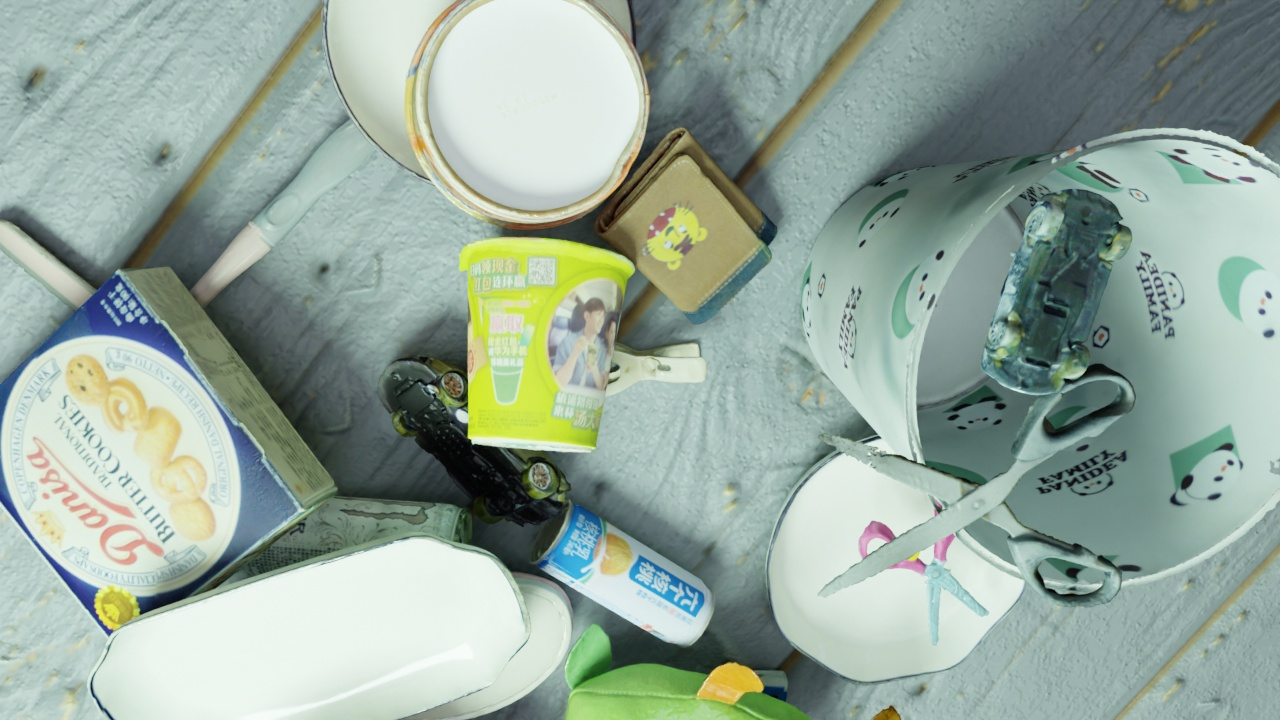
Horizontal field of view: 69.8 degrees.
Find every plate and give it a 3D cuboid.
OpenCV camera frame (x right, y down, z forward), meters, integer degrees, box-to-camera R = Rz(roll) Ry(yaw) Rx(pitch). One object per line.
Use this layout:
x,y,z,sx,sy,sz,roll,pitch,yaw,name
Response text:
-0.205,0.181,0.591,0.265,0.034,0.162,-18,126,-3,plate
0.193,0.147,0.704,0.205,0.045,0.205,-1,103,-6,plate
-0.100,-0.203,0.583,0.192,0.039,0.192,-2,104,-8,plate

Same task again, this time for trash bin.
0.223,-0.021,0.560,0.229,0.251,0.230,-1,104,-6,trash bin

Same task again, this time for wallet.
0.034,-0.086,0.610,0.090,0.033,0.115,-48,130,4,wallet

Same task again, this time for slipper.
-0.184,0.213,0.668,0.274,0.054,0.114,-13,105,-7,slipper

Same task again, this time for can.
-0.194,0.124,0.634,0.147,0.058,0.058,4,103,0,can
-0.012,0.158,0.676,0.134,0.053,0.053,34,97,-13,can

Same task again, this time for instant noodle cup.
-0.064,-0.004,0.581,0.111,0.112,0.123,6,82,-9,instant noodle cup
-0.063,-0.145,0.524,0.151,0.111,0.151,-2,105,-9,instant noodle cup

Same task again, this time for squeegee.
-0.252,-0.077,0.598,0.249,0.040,0.247,-44,104,4,squeegee

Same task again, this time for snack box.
-0.316,0.065,0.582,0.183,0.045,0.178,-37,91,15,snack box

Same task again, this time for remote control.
0.087,0.309,0.741,0.049,0.024,0.125,4,104,-8,remote control

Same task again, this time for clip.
-0.005,0.003,0.648,0.100,0.070,0.035,-5,103,1,clip

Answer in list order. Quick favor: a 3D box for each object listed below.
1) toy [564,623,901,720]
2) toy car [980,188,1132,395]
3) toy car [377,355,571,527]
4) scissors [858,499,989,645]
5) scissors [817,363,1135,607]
0.055,0.285,0.673,0.247,0.089,0.227,16,125,-2,toy
0.179,-0.030,0.403,0.043,0.034,0.090,14,100,-7,toy car
-0.115,0.056,0.637,0.070,0.042,0.158,-29,110,37,toy car
0.221,0.147,0.678,0.133,0.017,0.118,39,92,-18,scissors
0.164,0.071,0.440,0.178,0.014,0.159,-34,104,5,scissors
